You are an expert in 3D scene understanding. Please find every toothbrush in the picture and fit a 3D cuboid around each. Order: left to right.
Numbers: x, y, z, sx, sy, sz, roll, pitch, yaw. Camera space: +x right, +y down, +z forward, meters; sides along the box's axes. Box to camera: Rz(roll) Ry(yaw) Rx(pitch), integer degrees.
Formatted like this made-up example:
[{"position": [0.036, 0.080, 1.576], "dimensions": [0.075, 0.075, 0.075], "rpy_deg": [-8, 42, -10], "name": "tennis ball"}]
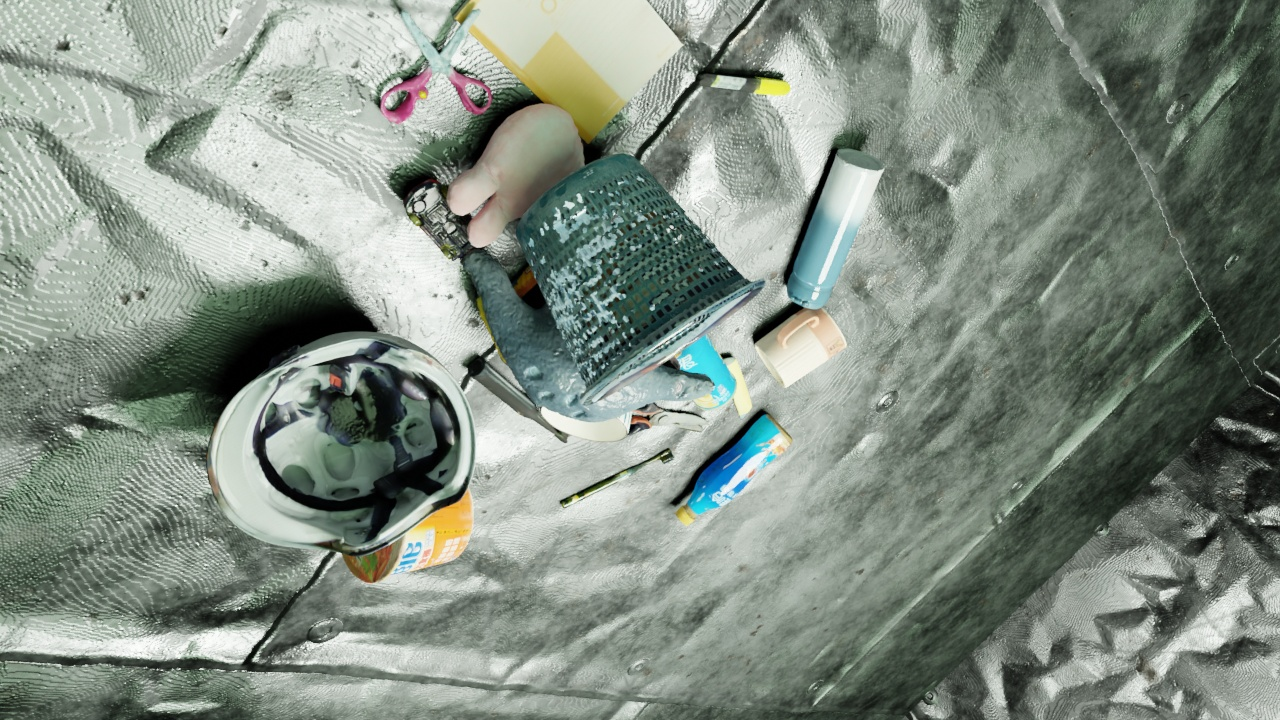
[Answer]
[{"position": [-0.148, 0.058, 1.173], "dimensions": [0.212, 0.026, 0.027], "rpy_deg": [46, 57, -50], "name": "toothbrush"}, {"position": [-0.032, 0.178, 1.365], "dimensions": [0.185, 0.017, 0.012], "rpy_deg": [-24, 144, -15], "name": "toothbrush"}]

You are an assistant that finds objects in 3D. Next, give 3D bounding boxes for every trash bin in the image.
[{"position": [-0.017, -0.094, 0.949], "dimensions": [0.226, 0.195, 0.226], "rpy_deg": [-33, 175, -4], "name": "trash bin"}]

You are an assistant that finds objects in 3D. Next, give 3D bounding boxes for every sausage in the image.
[{"position": [-0.094, -0.126, 1.047], "dimensions": [0.165, 0.021, 0.021], "rpy_deg": [-43, 138, 6], "name": "sausage"}]

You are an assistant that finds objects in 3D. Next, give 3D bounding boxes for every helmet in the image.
[{"position": [-0.309, 0.074, 0.971], "dimensions": [0.258, 0.146, 0.229], "rpy_deg": [-24, 110, -5], "name": "helmet"}]

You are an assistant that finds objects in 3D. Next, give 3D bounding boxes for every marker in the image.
[{"position": [0.116, -0.312, 1.034], "dimensions": [0.124, 0.015, 0.018], "rpy_deg": [-4, 128, -29], "name": "marker"}]

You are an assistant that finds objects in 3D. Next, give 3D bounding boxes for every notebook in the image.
[{"position": [-0.064, -0.323, 0.899], "dimensions": [0.146, 0.010, 0.206], "rpy_deg": [-44, 138, 9], "name": "notebook"}]

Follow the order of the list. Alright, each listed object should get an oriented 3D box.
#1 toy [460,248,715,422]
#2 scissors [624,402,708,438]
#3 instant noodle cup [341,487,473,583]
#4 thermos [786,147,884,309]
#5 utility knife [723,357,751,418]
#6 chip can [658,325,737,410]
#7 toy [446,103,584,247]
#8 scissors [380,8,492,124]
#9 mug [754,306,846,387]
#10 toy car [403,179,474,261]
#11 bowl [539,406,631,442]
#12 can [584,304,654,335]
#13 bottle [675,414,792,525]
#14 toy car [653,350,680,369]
[{"position": [-0.065, 0.000, 1.064], "dimensions": [0.356, 0.091, 0.138], "rpy_deg": [25, 85, -26], "name": "toy"}, {"position": [0.012, 0.092, 1.322], "dimensions": [0.193, 0.015, 0.207], "rpy_deg": [-32, 138, -8], "name": "scissors"}, {"position": [-0.281, 0.188, 1.112], "dimensions": [0.111, 0.151, 0.152], "rpy_deg": [5, 124, -48], "name": "instant noodle cup"}, {"position": [0.253, -0.169, 1.221], "dimensions": [0.070, 0.070, 0.221], "rpy_deg": [-7, 131, -30], "name": "thermos"}, {"position": [0.144, 0.042, 1.367], "dimensions": [0.031, 0.018, 0.163], "rpy_deg": [-29, 136, -3], "name": "utility knife"}, {"position": [0.063, -0.013, 1.220], "dimensions": [0.071, 0.071, 0.210], "rpy_deg": [-38, 138, 0], "name": "chip can"}, {"position": [-0.126, -0.188, 0.938], "dimensions": [0.159, 0.054, 0.121], "rpy_deg": [-39, 140, -15], "name": "toy"}, {"position": [-0.184, -0.269, 0.856], "dimensions": [0.133, 0.017, 0.135], "rpy_deg": [-48, 139, 17], "name": "scissors"}, {"position": [0.225, -0.028, 1.306], "dimensions": [0.106, 0.081, 0.114], "rpy_deg": [-35, 154, 0], "name": "mug"}, {"position": [-0.203, -0.146, 0.943], "dimensions": [0.049, 0.031, 0.106], "rpy_deg": [-40, 147, -1], "name": "toy car"}, {"position": [-0.065, 0.052, 1.178], "dimensions": [0.116, 0.117, 0.066], "rpy_deg": [49, 49, -49], "name": "bowl"}, {"position": [-0.020, -0.068, 1.123], "dimensions": [0.147, 0.058, 0.058], "rpy_deg": [-41, 139, 3], "name": "can"}, {"position": [0.142, 0.178, 1.453], "dimensions": [0.219, 0.065, 0.065], "rpy_deg": [-43, 138, 8], "name": "bottle"}, {"position": [-0.007, 0.007, 1.180], "dimensions": [0.123, 0.037, 0.056], "rpy_deg": [-6, 145, 29], "name": "toy car"}]
